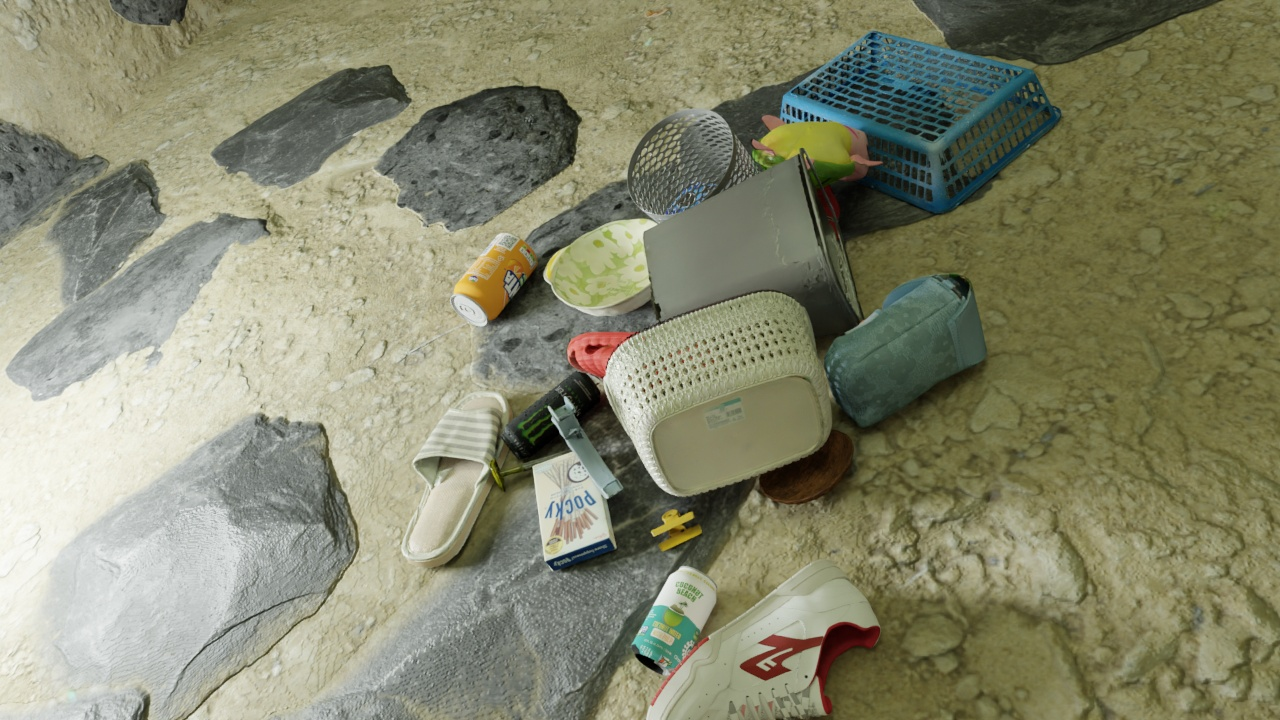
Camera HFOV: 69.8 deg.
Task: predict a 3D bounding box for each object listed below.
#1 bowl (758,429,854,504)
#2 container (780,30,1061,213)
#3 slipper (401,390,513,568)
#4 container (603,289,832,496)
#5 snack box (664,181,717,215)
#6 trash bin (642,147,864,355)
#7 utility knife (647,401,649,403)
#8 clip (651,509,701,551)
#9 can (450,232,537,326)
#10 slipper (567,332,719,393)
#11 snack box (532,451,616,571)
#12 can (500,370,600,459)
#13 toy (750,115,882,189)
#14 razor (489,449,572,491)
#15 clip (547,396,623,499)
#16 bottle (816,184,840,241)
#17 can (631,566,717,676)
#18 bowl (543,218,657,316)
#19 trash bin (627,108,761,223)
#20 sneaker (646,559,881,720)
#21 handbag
[{"bbox_3d":[0.187,0.123,1.013,0.114,0.026,0.102,-43,29,-22],"label":"bowl"},{"bbox_3d":[0.392,-0.376,1.366,0.256,0.089,0.362,-39,44,-13],"label":"container"},{"bbox_3d":[-0.240,0.143,1.192,0.114,0.054,0.271,-3,48,17],"label":"slipper"},{"bbox_3d":[0.092,0.040,1.017,0.251,0.185,0.143,-19,34,2],"label":"container"},{"bbox_3d":[0.118,-0.230,1.400,0.150,0.027,0.082,16,57,37],"label":"snack box"},{"bbox_3d":[0.138,-0.112,1.147,0.220,0.197,0.197,-18,62,19],"label":"trash bin"},{"bbox_3d":[0.021,0.100,1.134,0.022,0.015,0.147,-19,39,2],"label":"utility knife"},{"bbox_3d":[0.039,0.187,1.032,0.054,0.046,0.048,-27,75,0],"label":"clip"},{"bbox_3d":[-0.227,-0.127,1.429,0.079,0.079,0.142,11,54,34],"label":"can"},{"bbox_3d":[-0.007,0.007,1.157,0.249,0.103,0.059,-5,65,47],"label":"slipper"},{"bbox_3d":[-0.081,0.174,1.098,0.082,0.026,0.149,-21,42,4],"label":"snack box"},{"bbox_3d":[-0.116,0.071,1.197,0.137,0.054,0.054,-38,44,-13],"label":"can"},{"bbox_3d":[0.232,-0.278,1.238,0.190,0.088,0.237,28,31,31],"label":"toy"},{"bbox_3d":[-0.135,0.132,1.166,0.106,0.042,0.026,-16,40,-3],"label":"razor"},{"bbox_3d":[-0.060,0.115,1.085,0.030,0.173,0.164,-31,87,-7],"label":"clip"},{"bbox_3d":[0.246,-0.225,1.307,0.062,0.062,0.176,-17,43,9],"label":"bottle"},{"bbox_3d":[0.036,0.264,0.931,0.055,0.055,0.101,12,54,34],"label":"can"},{"bbox_3d":[-0.033,-0.126,1.347,0.220,0.060,0.187,-1,48,26],"label":"bowl"},{"bbox_3d":[0.095,-0.229,1.265,0.157,0.183,0.156,-13,64,28],"label":"trash bin"},{"bbox_3d":[0.122,0.294,0.845,0.236,0.090,0.104,-33,48,-13],"label":"sneaker"},{"bbox_3d":[0.294,-0.017,1.043,0.192,0.122,0.118,-32,38,-1],"label":"handbag"}]
